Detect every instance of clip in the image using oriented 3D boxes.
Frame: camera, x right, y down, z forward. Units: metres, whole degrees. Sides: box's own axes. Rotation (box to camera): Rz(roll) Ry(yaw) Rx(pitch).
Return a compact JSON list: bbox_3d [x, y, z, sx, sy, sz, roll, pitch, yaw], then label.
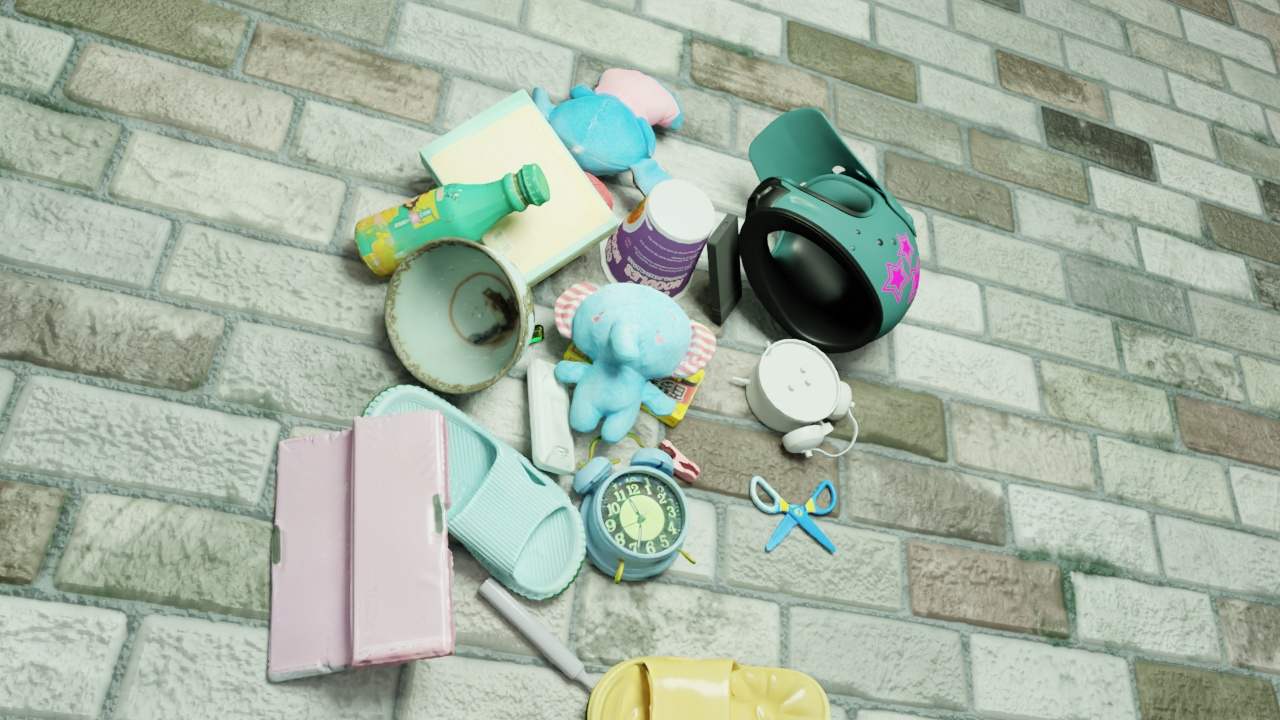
[{"bbox_3d":[0.041,0.110,1.030,0.059,0.023,0.045,14,63,-8],"label":"clip"}]

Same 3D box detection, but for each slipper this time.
[{"bbox_3d":[-0.164,0.122,0.913,0.276,0.070,0.115,40,64,3],"label":"slipper"},{"bbox_3d":[0.077,0.339,0.895,0.263,0.079,0.099,10,61,-21],"label":"slipper"}]

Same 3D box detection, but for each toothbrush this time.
[{"bbox_3d":[-0.086,0.283,0.898,0.188,0.018,0.019,43,69,3],"label":"toothbrush"}]

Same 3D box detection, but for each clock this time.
[{"bbox_3d":[-0.010,0.152,0.967,0.118,0.060,0.162,-12,66,-23],"label":"clock"},{"bbox_3d":[0.195,0.046,1.094,0.159,0.061,0.119,44,59,5],"label":"clock"}]

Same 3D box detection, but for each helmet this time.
[{"bbox_3d":[0.227,-0.154,1.117,0.275,0.177,0.199,50,46,-19],"label":"helmet"}]

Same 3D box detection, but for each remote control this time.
[{"bbox_3d":[-0.094,0.058,0.981,0.050,0.022,0.133,21,46,-36],"label":"remote control"},{"bbox_3d":[0.101,-0.108,1.097,0.013,0.134,0.058,20,54,25],"label":"remote control"}]

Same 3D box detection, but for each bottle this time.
[{"bbox_3d":[-0.197,-0.153,0.973,0.210,0.068,0.068,-19,69,13],"label":"bottle"}]

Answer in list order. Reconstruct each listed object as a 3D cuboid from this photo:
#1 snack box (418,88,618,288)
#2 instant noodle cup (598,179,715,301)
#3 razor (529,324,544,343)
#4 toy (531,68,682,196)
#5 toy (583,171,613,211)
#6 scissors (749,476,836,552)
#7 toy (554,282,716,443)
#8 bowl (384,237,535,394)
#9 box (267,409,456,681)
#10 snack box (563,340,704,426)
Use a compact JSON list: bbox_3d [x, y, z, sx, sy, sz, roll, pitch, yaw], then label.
[{"bbox_3d":[-0.137,-0.191,1.039,0.141,0.044,0.193,-35,86,-12],"label":"snack box"},{"bbox_3d":[0.022,-0.151,1.087,0.137,0.122,0.121,43,58,3],"label":"instant noodle cup"},{"bbox_3d":[-0.161,-0.079,1.043,0.044,0.021,0.144,-21,74,-46],"label":"razor"},{"bbox_3d":[-0.025,-0.294,1.154,0.224,0.099,0.190,34,53,8],"label":"toy"},{"bbox_3d":[-0.097,-0.181,1.095,0.132,0.062,0.092,-26,71,-19],"label":"toy"},{"bbox_3d":[0.179,0.174,1.054,0.126,0.013,0.125,42,57,7],"label":"scissors"},{"bbox_3d":[-0.020,-0.005,0.983,0.183,0.115,0.180,21,68,3],"label":"toy"},{"bbox_3d":[-0.176,-0.050,0.968,0.160,0.160,0.093,49,19,7],"label":"bowl"},{"bbox_3d":[-0.260,0.164,0.842,0.179,0.040,0.232,-10,66,2],"label":"box"},{"bbox_3d":[-0.006,0.006,1.057,0.152,0.025,0.075,32,58,-4],"label":"snack box"}]
